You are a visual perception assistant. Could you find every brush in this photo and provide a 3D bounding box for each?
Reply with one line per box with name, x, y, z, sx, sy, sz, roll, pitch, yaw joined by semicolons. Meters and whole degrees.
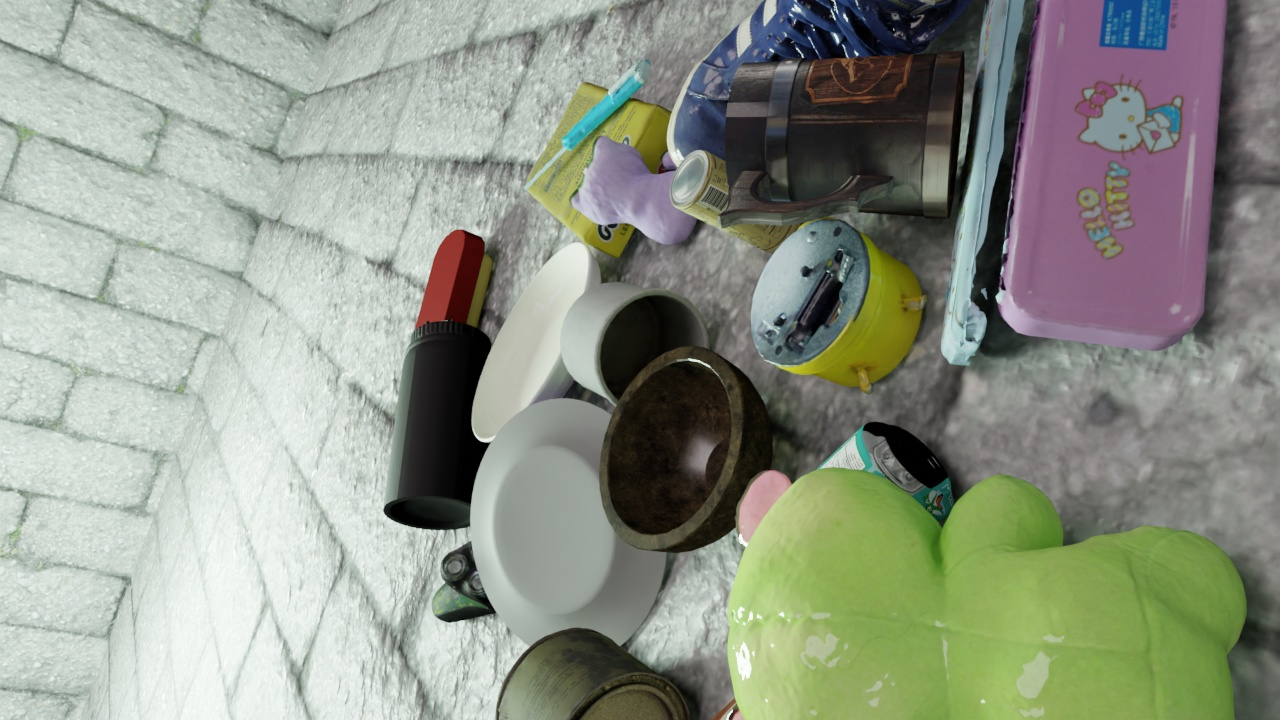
brush;-0.201;-0.052;0.978;0.082;0.041;0.173;-7;67;55

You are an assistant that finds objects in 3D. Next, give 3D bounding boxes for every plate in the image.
plate;-0.058;0.115;0.629;0.179;0.012;0.178;-3;86;36
plate;-0.080;-0.010;0.758;0.183;0.034;0.182;-46;28;33

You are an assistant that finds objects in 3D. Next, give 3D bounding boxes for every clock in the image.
clock;0.099;-0.034;0.500;0.083;0.057;0.118;-62;33;14

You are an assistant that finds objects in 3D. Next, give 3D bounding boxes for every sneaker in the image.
sneaker;0.103;-0.172;0.509;0.234;0.091;0.118;-43;16;22

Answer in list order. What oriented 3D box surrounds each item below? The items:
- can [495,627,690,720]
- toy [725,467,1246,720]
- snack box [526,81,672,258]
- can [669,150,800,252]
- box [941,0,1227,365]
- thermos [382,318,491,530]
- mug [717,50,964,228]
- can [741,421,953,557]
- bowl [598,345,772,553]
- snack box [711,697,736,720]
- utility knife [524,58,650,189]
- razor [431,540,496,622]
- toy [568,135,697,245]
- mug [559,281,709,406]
can;-0.027;0.209;0.526;0.075;0.089;0.090;11;82;57
toy;0.107;0.106;0.334;0.197;0.107;0.150;-2;67;28
snack box;-0.034;-0.170;0.790;0.121;0.045;0.181;-61;31;10
can;0.060;-0.098;0.571;0.038;0.079;0.038;-33;47;44
box;0.197;-0.101;0.416;0.090;0.091;0.214;9;77;14
thermos;-0.183;0.049;0.854;0.086;0.086;0.198;-34;47;44
mug;0.099;-0.102;0.457;0.107;0.080;0.115;6;46;21
can;0.097;0.079;0.442;0.102;0.055;0.054;-50;37;29
bowl;0.035;0.058;0.545;0.121;0.056;0.121;-28;51;41
snack box;0.077;0.216;0.410;0.143;0.041;0.146;-52;36;26
utility knife;-0.050;-0.192;0.763;0.167;0.015;0.022;-33;43;38
razor;-0.144;0.182;0.745;0.152;0.067;0.053;-40;41;51
toy;0.003;-0.131;0.684;0.100;0.036;0.080;25;93;15
mug;-0.004;0.004;0.625;0.070;0.084;0.113;22;124;61
